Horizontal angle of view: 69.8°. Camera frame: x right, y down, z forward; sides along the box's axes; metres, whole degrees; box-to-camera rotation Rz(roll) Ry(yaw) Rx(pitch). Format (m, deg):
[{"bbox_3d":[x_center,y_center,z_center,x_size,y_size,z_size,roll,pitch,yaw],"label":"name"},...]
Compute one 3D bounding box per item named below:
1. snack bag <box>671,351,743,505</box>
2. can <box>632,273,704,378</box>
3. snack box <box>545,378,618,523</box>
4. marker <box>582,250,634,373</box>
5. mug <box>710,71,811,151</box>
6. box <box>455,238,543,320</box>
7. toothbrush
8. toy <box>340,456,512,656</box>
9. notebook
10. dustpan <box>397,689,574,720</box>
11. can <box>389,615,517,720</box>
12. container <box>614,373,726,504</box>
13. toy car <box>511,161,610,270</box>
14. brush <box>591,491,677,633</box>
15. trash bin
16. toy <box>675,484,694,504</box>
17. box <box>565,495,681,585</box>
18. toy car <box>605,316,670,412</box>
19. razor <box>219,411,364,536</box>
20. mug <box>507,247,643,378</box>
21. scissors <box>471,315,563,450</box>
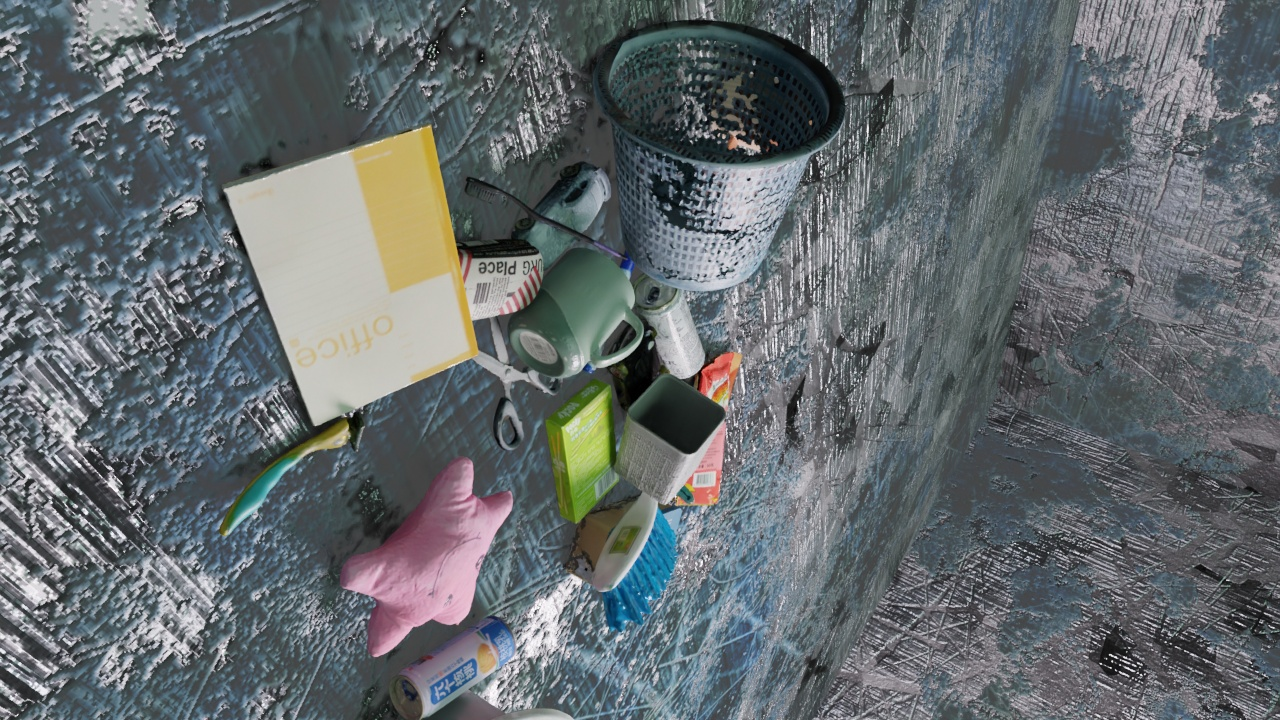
[{"bbox_3d":[0.090,0.093,1.261,0.128,0.073,0.208,-12,115,-62],"label":"snack bag"},{"bbox_3d":[0.033,-0.039,1.070,0.058,0.058,0.147,-55,149,-20],"label":"can"},{"bbox_3d":[-0.063,0.104,1.043,0.085,0.026,0.157,-43,143,-37],"label":"snack box"},{"bbox_3d":[-0.032,-0.056,0.992,0.017,0.017,0.146,14,98,-61],"label":"marker"},{"bbox_3d":[0.137,-0.264,1.035,0.114,0.106,0.081,-63,151,-7],"label":"mug"},{"bbox_3d":[-0.148,-0.068,0.767,0.164,0.056,0.070,-12,107,-50],"label":"box"},{"bbox_3d":[-0.079,-0.121,0.816,0.188,0.014,0.017,21,105,-42],"label":"toothbrush"},{"bbox_3d":[-0.184,0.183,0.847,0.194,0.075,0.179,-46,145,-35],"label":"toy"},{"bbox_3d":[-0.200,-0.058,0.671,0.145,0.010,0.207,-25,134,-25],"label":"notebook"},{"bbox_3d":[-0.193,0.457,0.961,0.256,0.143,0.223,-46,145,-35],"label":"dustpan"},{"bbox_3d":[-0.192,0.317,0.950,0.134,0.053,0.053,-21,127,-53],"label":"can"},{"bbox_3d":[0.029,0.095,1.057,0.090,0.090,0.115,-44,161,-40],"label":"container"},{"bbox_3d":[-0.073,-0.132,0.852,0.120,0.037,0.054,-51,148,-21],"label":"toy car"},{"bbox_3d":[0.017,0.173,1.111,0.109,0.061,0.313,63,36,-25],"label":"brush"},{"bbox_3d":[0.062,-0.183,0.887,0.225,0.226,0.195,-45,156,-35],"label":"trash bin"},{"bbox_3d":[0.045,0.141,1.205,0.030,0.096,0.092,-9,136,-57],"label":"toy"},{"bbox_3d":[-0.016,0.228,1.176,0.183,0.060,0.090,-7,116,-55],"label":"box"},{"bbox_3d":[-0.006,0.006,1.050,0.070,0.042,0.158,-52,154,-22],"label":"toy car"},{"bbox_3d":[-0.264,0.085,0.691,0.132,0.028,0.043,-43,175,-40],"label":"razor"},{"bbox_3d":[-0.056,-0.035,0.862,0.106,0.112,0.082,-54,171,-34],"label":"mug"},{"bbox_3d":[-0.126,0.015,0.889,0.159,0.014,0.178,-20,125,-53],"label":"scissors"}]
